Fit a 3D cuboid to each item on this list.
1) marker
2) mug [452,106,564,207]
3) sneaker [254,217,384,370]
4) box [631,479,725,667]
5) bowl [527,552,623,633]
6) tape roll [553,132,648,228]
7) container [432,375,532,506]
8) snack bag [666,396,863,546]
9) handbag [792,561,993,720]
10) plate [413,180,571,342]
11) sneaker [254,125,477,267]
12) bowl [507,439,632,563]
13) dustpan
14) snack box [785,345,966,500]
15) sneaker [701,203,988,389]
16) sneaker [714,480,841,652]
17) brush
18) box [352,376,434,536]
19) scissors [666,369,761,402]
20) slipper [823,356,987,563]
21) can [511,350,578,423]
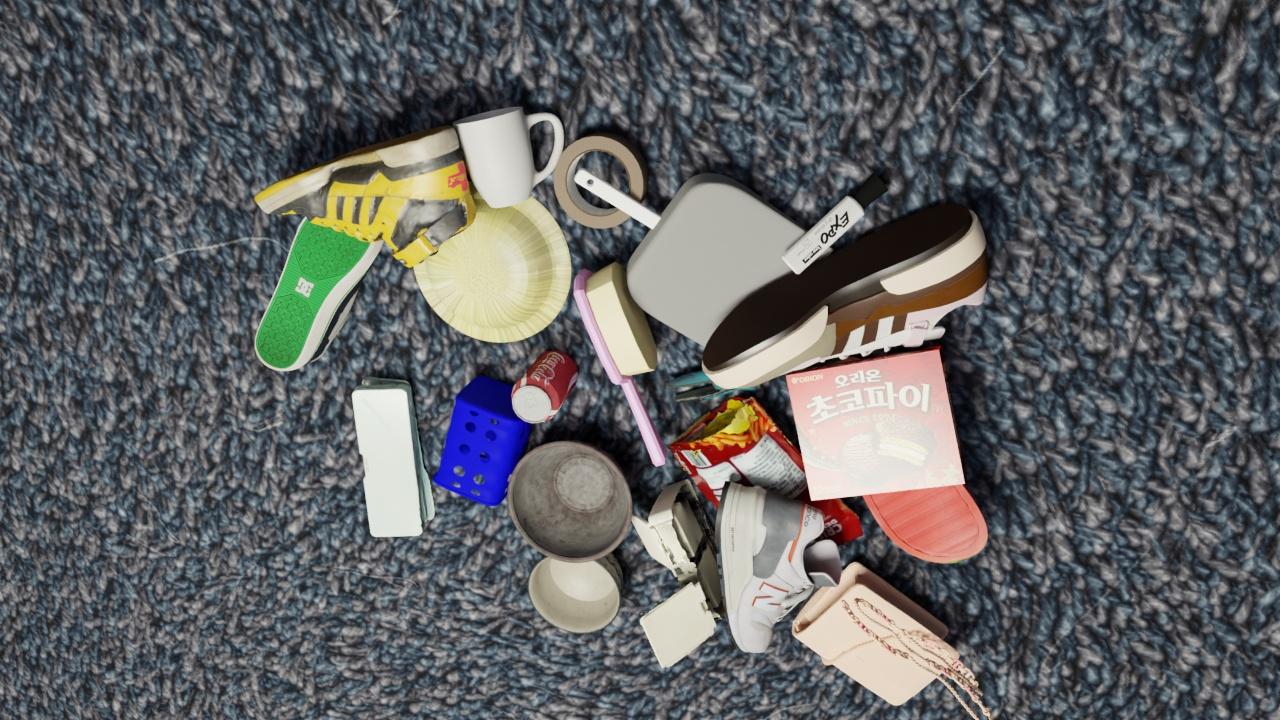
[{"bbox_3d":[0.193,-0.136,0.900,0.126,0.025,0.025,-43,98,11],"label":"marker"},{"bbox_3d":[-0.127,-0.210,0.938,0.107,0.071,0.089,-17,113,-10],"label":"mug"},{"bbox_3d":[-0.346,-0.097,1.031,0.084,0.079,0.235,32,98,5],"label":"sneaker"},{"bbox_3d":[0.032,0.233,1.009,0.081,0.181,0.143,-22,98,20],"label":"box"},{"bbox_3d":[-0.073,0.266,1.114,0.115,0.059,0.116,4,112,11],"label":"bowl"},{"bbox_3d":[-0.040,-0.185,0.941,0.094,0.030,0.094,4,112,11],"label":"tape roll"},{"bbox_3d":[-0.176,0.090,1.053,0.085,0.084,0.114,21,113,5],"label":"container"},{"bbox_3d":[0.136,0.146,1.019,0.139,0.066,0.208,-32,104,27],"label":"snack bag"},{"bbox_3d":[0.253,0.328,0.996,0.198,0.187,0.117,37,107,-8],"label":"handbag"},{"bbox_3d":[-0.170,-0.101,1.001,0.184,0.036,0.184,4,112,11],"label":"plate"},{"bbox_3d":[-0.275,-0.154,0.945,0.239,0.085,0.122,-10,111,23],"label":"sneaker"},{"bbox_3d":[-0.073,0.153,1.059,0.145,0.067,0.145,3,104,12],"label":"bowl"},{"bbox_3d":[0.045,-0.118,0.932,0.257,0.033,0.163,29,116,-19],"label":"dustpan"},{"bbox_3d":[0.238,0.065,0.929,0.152,0.035,0.132,-11,94,24],"label":"snack box"},{"bbox_3d":[0.207,-0.035,0.908,0.294,0.111,0.116,-30,116,8],"label":"sneaker"},{"bbox_3d":[0.157,0.236,1.005,0.124,0.088,0.240,-1,124,20],"label":"sneaker"},{"bbox_3d":[-0.006,0.006,0.977,0.043,0.089,0.229,-19,105,14],"label":"brush"},{"bbox_3d":[-0.300,0.119,1.110,0.086,0.072,0.199,9,113,30],"label":"box"},{"bbox_3d":[0.096,0.016,0.990,0.135,0.019,0.130,21,132,-12],"label":"scissors"},{"bbox_3d":[0.271,0.103,0.974,0.104,0.059,0.248,-38,84,23],"label":"slipper"},{"bbox_3d":[-0.105,0.029,1.005,0.054,0.096,0.054,4,112,11],"label":"can"}]
